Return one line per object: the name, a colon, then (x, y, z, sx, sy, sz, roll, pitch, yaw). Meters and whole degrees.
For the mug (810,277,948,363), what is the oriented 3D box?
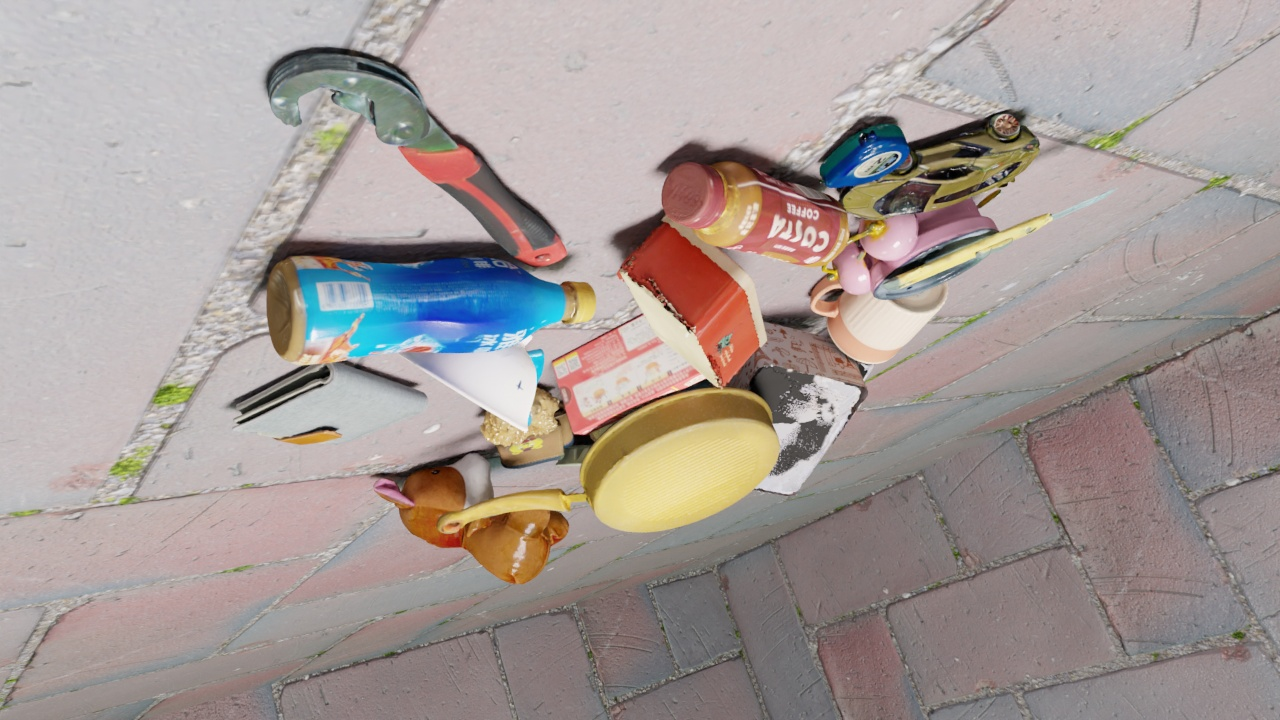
mug: (0.230, -0.059, 0.912, 0.114, 0.081, 0.106, 14, 153, -6)

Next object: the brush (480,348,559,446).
brush: (-0.108, 0.034, 0.849, 0.083, 0.046, 0.255, -12, 166, -13)

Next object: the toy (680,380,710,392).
toy: (0.062, 0.052, 1.078, 0.156, 0.050, 0.161, -20, 171, 19)

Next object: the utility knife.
utility knife: (0.296, -0.101, 0.763, 0.205, 0.021, 0.031, -28, 167, 4)

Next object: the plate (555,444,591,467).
plate: (0.009, 0.114, 1.136, 0.230, 0.027, 0.230, -3, 175, 0)

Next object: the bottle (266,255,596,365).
bottle: (-0.127, -0.036, 0.605, 0.218, 0.065, 0.065, -5, 157, -38)

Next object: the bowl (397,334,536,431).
bowl: (-0.118, -0.004, 0.687, 0.064, 0.118, 0.118, -57, 162, -6)

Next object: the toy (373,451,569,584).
toy: (-0.188, 0.169, 1.034, 0.200, 0.130, 0.140, 12, 163, 15)

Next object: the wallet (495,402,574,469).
wallet: (-0.119, 0.086, 1.028, 0.090, 0.033, 0.115, -16, 158, -8)

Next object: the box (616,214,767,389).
box: (0.038, -0.036, 0.715, 0.076, 0.091, 0.168, -47, 161, -4)

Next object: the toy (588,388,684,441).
toy: (-0.006, 0.038, 0.972, 0.105, 0.066, 0.158, 28, 134, -23)

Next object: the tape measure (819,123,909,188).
tape measure: (0.162, -0.147, 0.653, 0.054, 0.025, 0.058, -11, 164, -31)

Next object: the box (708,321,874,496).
box: (0.184, 0.044, 1.014, 0.270, 0.134, 0.180, -11, 139, -39)

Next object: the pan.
pan: (-0.037, 0.121, 0.905, 0.357, 0.078, 0.198, -25, 145, 5)

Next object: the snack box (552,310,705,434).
snack box: (-0.005, 0.005, 0.837, 0.153, 0.075, 0.025, -27, 160, 20)

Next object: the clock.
clock: (0.232, -0.102, 0.803, 0.158, 0.059, 0.117, -15, 162, -19)

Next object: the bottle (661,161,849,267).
bottle: (0.083, -0.103, 0.645, 0.058, 0.057, 0.174, -33, 158, 34)

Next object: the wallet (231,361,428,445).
wallet: (-0.253, 0.043, 0.754, 0.107, 0.037, 0.129, -25, 161, 13)

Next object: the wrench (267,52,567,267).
wrench: (-0.104, -0.101, 0.524, 0.056, 0.016, 0.273, -21, 162, 15)

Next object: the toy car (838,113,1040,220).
toy car: (0.231, -0.144, 0.713, 0.158, 0.042, 0.070, -16, 161, -3)
